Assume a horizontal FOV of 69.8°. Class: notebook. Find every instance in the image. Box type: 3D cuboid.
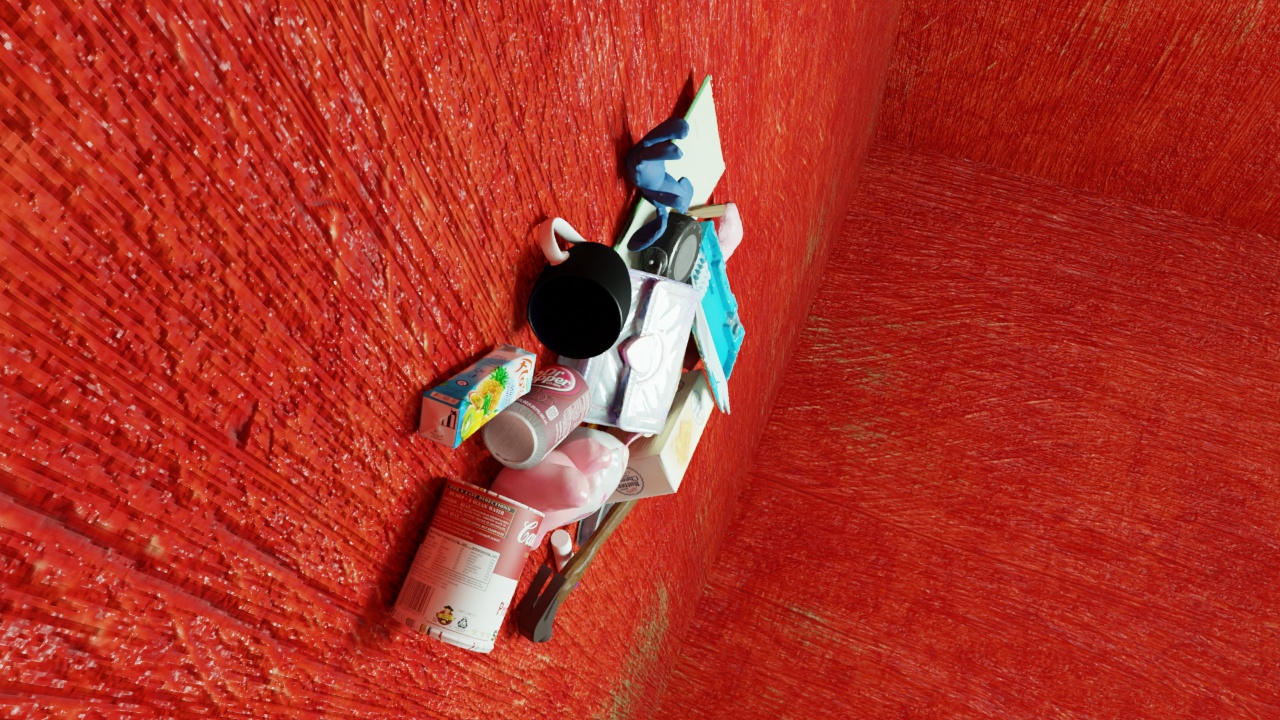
[{"bbox_3d":[0.036,-0.181,1.079,0.252,0.010,0.182,-63,160,-17],"label":"notebook"}]

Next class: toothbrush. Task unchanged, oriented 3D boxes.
[{"bbox_3d":[0.077,-0.185,1.145,0.166,0.016,0.016,-26,134,-64],"label":"toothbrush"}]

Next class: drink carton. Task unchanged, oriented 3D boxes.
[{"bbox_3d":[-0.124,0.025,0.717,0.128,0.038,0.044,-43,148,-62],"label":"drink carton"}]

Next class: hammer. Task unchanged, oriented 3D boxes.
[{"bbox_3d":[-0.043,0.206,1.132,0.322,0.033,0.115,-50,159,-30],"label":"hammer"}]

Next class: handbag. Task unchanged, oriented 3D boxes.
[{"bbox_3d":[-0.008,-0.011,0.922,0.126,0.069,0.158,14,93,-33],"label":"handbag"}]

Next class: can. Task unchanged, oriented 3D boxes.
[{"bbox_3d":[-0.091,0.048,0.822,0.113,0.063,0.063,-43,149,-62],"label":"can"},{"bbox_3d":[-0.139,0.164,0.742,0.087,0.087,0.116,62,48,-71],"label":"can"}]

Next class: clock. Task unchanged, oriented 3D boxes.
[{"bbox_3d":[0.029,-0.120,1.040,0.122,0.044,0.091,-55,157,-30],"label":"clock"},{"bbox_3d":[0.076,-0.043,1.319,0.096,0.048,0.137,122,-7,-79],"label":"clock"}]

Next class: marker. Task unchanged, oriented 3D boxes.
[{"bbox_3d":[-0.095,0.252,1.146,0.027,0.023,0.133,-39,152,-23],"label":"marker"}]

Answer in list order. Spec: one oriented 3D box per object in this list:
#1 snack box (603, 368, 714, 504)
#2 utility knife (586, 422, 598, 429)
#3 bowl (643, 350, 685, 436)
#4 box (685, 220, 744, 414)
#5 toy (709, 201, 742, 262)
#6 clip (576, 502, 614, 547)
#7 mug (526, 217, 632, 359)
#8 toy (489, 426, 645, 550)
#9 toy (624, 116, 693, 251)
[{"bbox_3d":[0.016,0.091,1.143,0.057,0.104,0.207,67,27,-21],"label":"snack box"},{"bbox_3d":[-0.057,0.076,1.093,0.030,0.017,0.162,90,18,-75],"label":"utility knife"},{"bbox_3d":[-0.006,0.006,1.054,0.150,0.075,0.150,15,89,-72],"label":"bowl"},{"bbox_3d":[0.086,-0.038,1.172,0.227,0.056,0.184,67,28,-49],"label":"box"},{"bbox_3d":[0.120,-0.179,1.351,0.099,0.053,0.096,33,78,-76],"label":"toy"},{"bbox_3d":[-0.043,0.172,1.236,0.107,0.028,0.163,-3,112,-76],"label":"clip"},{"bbox_3d":[-0.054,-0.075,0.804,0.100,0.085,0.119,-72,142,-58],"label":"mug"},{"bbox_3d":[-0.077,0.120,0.896,0.142,0.084,0.212,-45,172,19],"label":"toy"},{"bbox_3d":[0.018,-0.179,0.932,0.176,0.071,0.112,80,29,-69],"label":"toy"}]
